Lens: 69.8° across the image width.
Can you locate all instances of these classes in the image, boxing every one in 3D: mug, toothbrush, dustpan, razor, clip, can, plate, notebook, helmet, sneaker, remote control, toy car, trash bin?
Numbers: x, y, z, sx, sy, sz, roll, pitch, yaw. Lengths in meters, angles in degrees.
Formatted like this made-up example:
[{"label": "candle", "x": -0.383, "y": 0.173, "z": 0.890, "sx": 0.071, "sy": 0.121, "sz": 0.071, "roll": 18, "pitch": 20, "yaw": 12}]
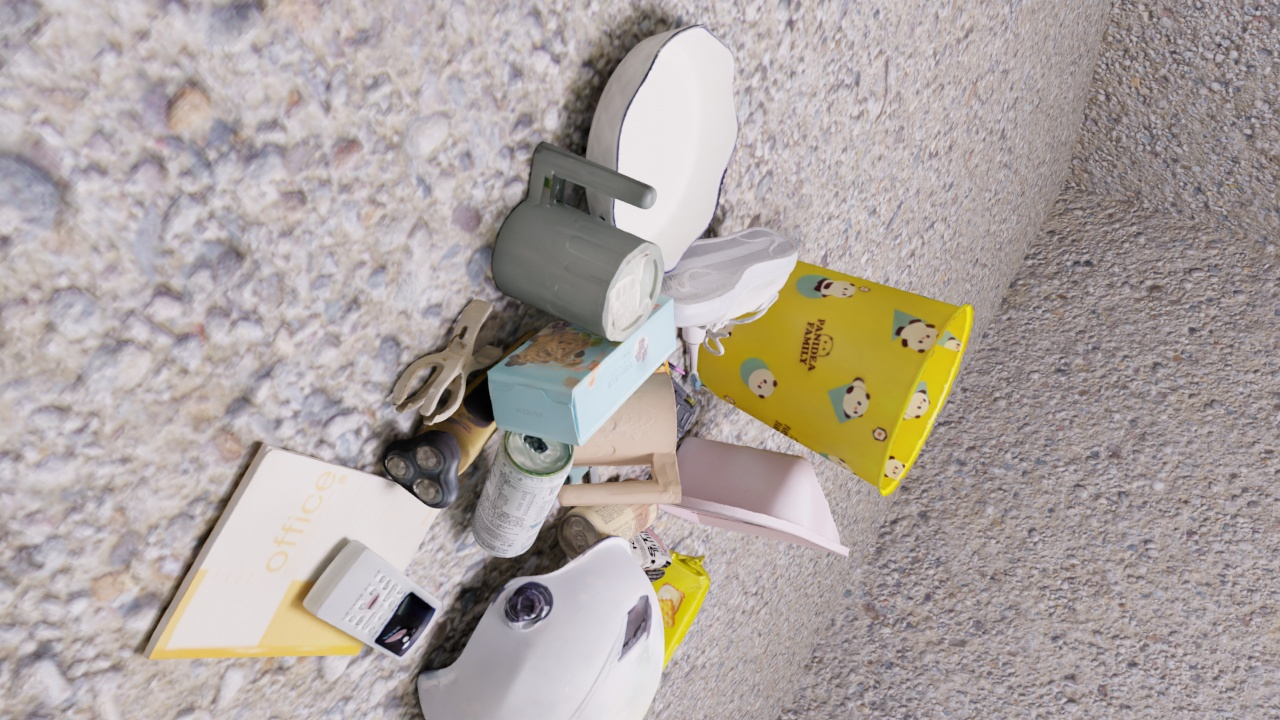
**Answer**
[{"label": "mug", "x": -0.042, "y": -0.086, "z": 0.680, "sx": 0.083, "sy": 0.103, "sz": 0.124, "roll": -27, "pitch": 136, "yaw": -52}, {"label": "toothbrush", "x": 0.014, "y": -0.002, "z": 0.965, "sx": 0.018, "sy": 0.014, "sz": 0.189, "roll": -55, "pitch": 155, "yaw": 3}, {"label": "dustpan", "x": 0.116, "y": 0.201, "z": 1.120, "sx": 0.138, "sy": 0.223, "sz": 0.274, "roll": -61, "pitch": 144, "yaw": -36}, {"label": "toothbrush", "x": 0.057, "y": -0.046, "z": 0.990, "sx": 0.026, "sy": 0.026, "sz": 0.221, "roll": -17, "pitch": 138, "yaw": -12}, {"label": "mug", "x": -0.024, "y": 0.069, "z": 0.794, "sx": 0.084, "sy": 0.103, "sz": 0.124, "roll": 100, "pitch": -14, "yaw": -54}, {"label": "razor", "x": -0.122, "y": 0.037, "z": 0.700, "sx": 0.167, "sy": 0.062, "sz": 0.068, "roll": -51, "pitch": -179, "yaw": -36}, {"label": "clip", "x": -0.137, "y": 0.008, "z": 0.671, "sx": 0.099, "sy": 0.034, "sz": 0.066, "roll": -54, "pitch": 152, "yaw": -40}, {"label": "can", "x": -0.032, "y": 0.169, "z": 0.976, "sx": 0.116, "sy": 0.058, "sz": 0.059, "roll": -21, "pitch": 130, "yaw": -55}, {"label": "plate", "x": 0.018, "y": -0.174, "z": 0.764, "sx": 0.204, "sy": 0.045, "sz": 0.205, "roll": -45, "pitch": 146, "yaw": -44}, {"label": "notebook", "x": -0.226, "y": 0.142, "z": 0.642, "sx": 0.145, "sy": 0.010, "sz": 0.206, "roll": -61, "pitch": 155, "yaw": -6}, {"label": "helmet", "x": -0.067, "y": 0.307, "z": 0.880, "sx": 0.258, "sy": 0.146, "sz": 0.229, "roll": -39, "pitch": 149, "yaw": -14}, {"label": "sneaker", "x": 0.068, "y": -0.062, "z": 0.887, "sx": 0.241, "sy": 0.089, "sz": 0.091, "roll": -26, "pitch": 142, "yaw": -50}, {"label": "can", "x": -0.098, "y": 0.105, "z": 0.745, "sx": 0.058, "sy": 0.058, "sz": 0.147, "roll": -42, "pitch": 167, "yaw": -39}, {"label": "remote control", "x": -0.198, "y": 0.187, "z": 0.699, "sx": 0.058, "sy": 0.021, "sz": 0.150, "roll": -54, "pitch": 153, "yaw": -19}, {"label": "toy car", "x": 0.019, "y": 0.042, "z": 0.977, "sx": 0.052, "sy": 0.045, "sz": 0.120, "roll": -61, "pitch": 148, "yaw": -13}, {"label": "trash bin", "x": 0.214, "y": -0.001, "z": 1.061, "sx": 0.228, "sy": 0.255, "sz": 0.230, "roll": -43, "pitch": 147, "yaw": -38}]

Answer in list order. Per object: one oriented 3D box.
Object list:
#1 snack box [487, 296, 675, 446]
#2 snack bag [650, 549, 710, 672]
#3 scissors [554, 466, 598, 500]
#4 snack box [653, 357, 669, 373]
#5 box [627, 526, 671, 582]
[{"label": "snack box", "x": -0.040, "y": -0.001, "z": 0.719, "sx": 0.174, "sy": 0.074, "sz": 0.052, "roll": -45, "pitch": 137, "yaw": -52}, {"label": "snack bag", "x": 0.017, "y": 0.359, "z": 1.196, "sx": 0.246, "sy": 0.068, "sz": 0.158, "roll": -60, "pitch": 168, "yaw": -9}, {"label": "scissors", "x": -0.051, "y": 0.067, "z": 0.899, "sx": 0.170, "sy": 0.019, "sz": 0.181, "roll": 1, "pitch": 111, "yaw": -61}, {"label": "snack box", "x": -0.005, "y": 0.005, "z": 0.873, "sx": 0.075, "sy": 0.026, "sz": 0.154, "roll": -34, "pitch": 124, "yaw": -45}, {"label": "box", "x": -0.020, "y": 0.240, "z": 1.073, "sx": 0.087, "sy": 0.076, "sz": 0.163, "roll": -45, "pitch": 158, "yaw": 6}]
